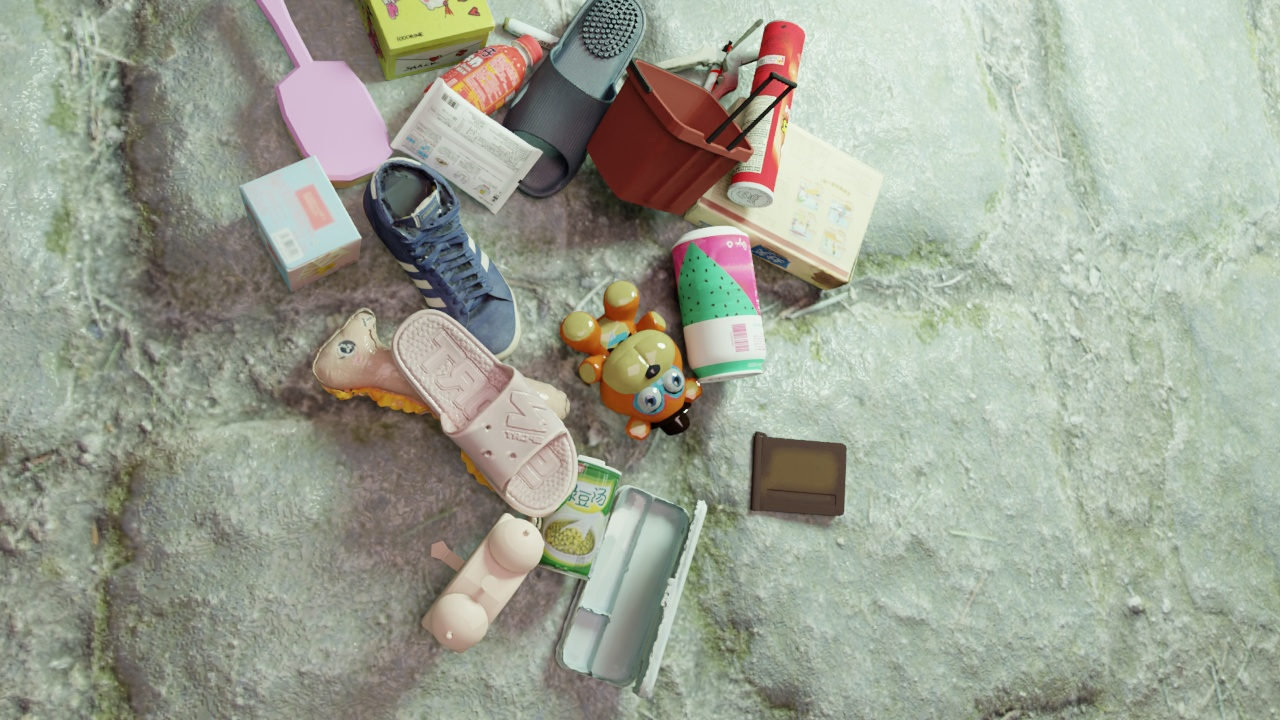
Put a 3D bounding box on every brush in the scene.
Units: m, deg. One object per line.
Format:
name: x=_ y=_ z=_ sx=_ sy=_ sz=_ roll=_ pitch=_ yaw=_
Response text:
brush: x=-0.341 y=-0.288 z=0.949 sx=0.089 sy=0.043 sz=0.228 roll=-29 pitch=92 yaw=-20

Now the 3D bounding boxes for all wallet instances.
wallet: x=0.185 y=0.134 z=1.077 sx=0.115 sy=0.018 sz=0.091 roll=7 pitch=81 yaw=-15

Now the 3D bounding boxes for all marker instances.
marker: x=0.085 y=-0.327 z=1.108 sx=0.019 sy=0.019 sz=0.145 roll=26 pitch=75 yaw=-13
marker: x=-0.088 y=-0.360 z=1.058 sx=0.146 sy=0.017 sz=0.017 roll=19 pitch=77 yaw=-14

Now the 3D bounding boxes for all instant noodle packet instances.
instant noodle packet: x=-0.181 y=-0.223 z=0.966 sx=0.134 sy=0.026 sz=0.087 roll=31 pitch=108 yaw=-31

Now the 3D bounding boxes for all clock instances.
clock: x=-0.158 y=0.205 z=0.875 sx=0.086 sy=0.161 sz=0.131 roll=40 pitch=72 yaw=-9

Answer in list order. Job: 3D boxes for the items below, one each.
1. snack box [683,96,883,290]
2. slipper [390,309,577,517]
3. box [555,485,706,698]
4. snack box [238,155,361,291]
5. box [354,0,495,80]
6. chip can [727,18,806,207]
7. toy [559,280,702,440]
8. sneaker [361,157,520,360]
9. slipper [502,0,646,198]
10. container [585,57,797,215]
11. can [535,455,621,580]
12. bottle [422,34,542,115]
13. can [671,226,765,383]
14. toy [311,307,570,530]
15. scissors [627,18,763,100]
snack box: x=0.174 y=-0.196 z=1.098 sx=0.207 sy=0.055 sz=0.153 roll=25 pitch=74 yaw=-12
slipper: x=-0.147 y=0.046 z=0.887 sx=0.094 sy=0.064 sz=0.239 roll=-42 pitch=90 yaw=-12
box: x=-0.011 y=0.234 z=0.965 sx=0.105 sy=0.130 sz=0.210 roll=19 pitch=70 yaw=-1
snack box: x=-0.332 y=-0.133 z=0.902 sx=0.079 sy=0.095 sz=0.093 roll=-30 pitch=91 yaw=-20
box: x=-0.253 y=-0.427 z=0.979 sx=0.124 sy=0.083 sz=0.221 roll=-19 pitch=89 yaw=-19
chip can: x=0.146 y=-0.283 z=1.046 sx=0.051 sy=0.052 sz=0.214 roll=17 pitch=75 yaw=-15
toy: x=-0.006 y=0.006 z=0.997 sx=0.112 sy=0.096 sz=0.176 roll=-39 pitch=106 yaw=-17
sneaker: x=-0.192 y=-0.107 z=0.931 sx=0.091 sy=0.119 sz=0.233 roll=-37 pitch=95 yaw=-20
slipper: x=-0.071 y=-0.306 z=1.011 sx=0.101 sy=0.082 sz=0.263 roll=29 pitch=82 yaw=-11
container: x=0.054 y=-0.259 z=0.970 sx=0.147 sy=0.201 sz=0.127 roll=4 pitch=48 yaw=-48
can: x=-0.068 y=0.163 z=0.961 sx=0.067 sy=0.067 sz=0.120 roll=20 pitch=77 yaw=-15
bottle: x=-0.166 y=-0.307 z=1.001 sx=0.137 sy=0.062 sz=0.062 roll=-43 pitch=96 yaw=-20
can: x=0.089 y=-0.062 z=1.034 sx=0.088 sy=0.088 sz=0.166 roll=-6 pitch=84 yaw=-19
toy: x=-0.205 y=0.059 z=0.933 sx=0.264 sy=0.065 sz=0.195 roll=12 pitch=74 yaw=-15
scissors: x=0.076 y=-0.340 z=1.091 sx=0.179 sy=0.015 sz=0.196 roll=14 pitch=75 yaw=-2
